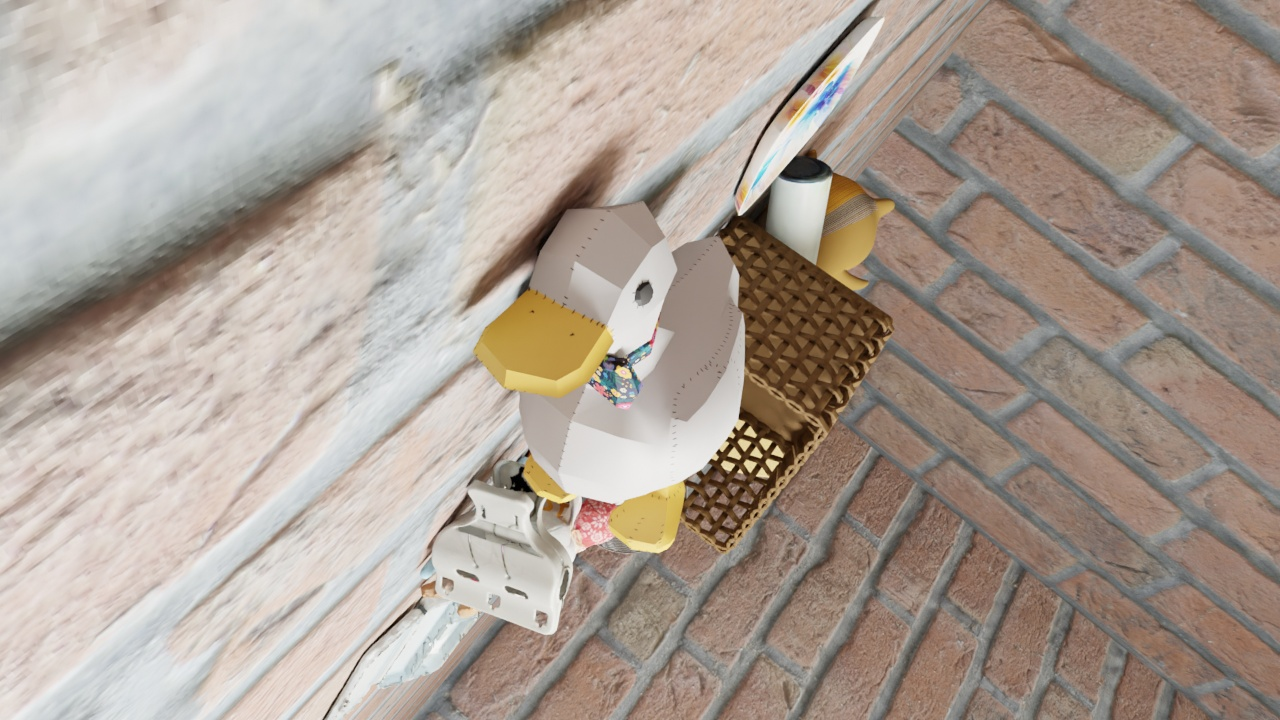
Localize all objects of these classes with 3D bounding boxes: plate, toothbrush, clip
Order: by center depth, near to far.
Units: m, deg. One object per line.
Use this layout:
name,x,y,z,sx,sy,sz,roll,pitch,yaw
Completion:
clip,-0.120,0.164,0.814,0.074,0.125,0.144,-40,141,-69
plate,0.155,-0.234,0.883,0.186,0.016,0.187,-49,174,-16
toothbrush,-0.159,0.151,0.889,0.022,0.016,0.154,4,-136,49

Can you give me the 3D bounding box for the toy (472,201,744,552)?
toy,-0.007,0.000,0.563,0.245,0.141,0.268,-48,157,-39

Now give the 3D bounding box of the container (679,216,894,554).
container,0.105,0.025,1.039,0.213,0.219,0.252,-45,168,-44

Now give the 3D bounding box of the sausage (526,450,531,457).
sausage,-0.100,0.107,0.950,0.165,0.039,0.044,-55,176,34

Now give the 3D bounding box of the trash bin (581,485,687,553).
trash bin,-0.030,0.179,1.291,0.156,0.156,0.183,-50,-175,-9

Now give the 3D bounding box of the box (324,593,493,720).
box,-0.276,0.339,1.060,0.192,0.061,0.210,-17,150,-46

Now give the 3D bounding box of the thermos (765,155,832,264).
thermos,0.175,-0.123,1.081,0.067,0.068,0.231,-45,149,-44

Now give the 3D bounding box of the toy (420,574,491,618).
toy,-0.171,0.208,0.969,0.105,0.074,0.085,-50,163,-54

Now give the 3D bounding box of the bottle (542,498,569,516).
bottle,-0.095,0.149,1.156,0.182,0.059,0.059,-53,174,17

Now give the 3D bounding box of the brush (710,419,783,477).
brush,0.143,0.030,1.305,0.075,0.195,0.250,73,39,-83

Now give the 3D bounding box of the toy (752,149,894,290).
toy,0.213,-0.163,1.207,0.202,0.198,0.163,-29,-170,-37

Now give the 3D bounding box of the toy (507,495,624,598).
toy,-0.098,0.209,1.097,0.194,0.084,0.159,-32,134,-21
